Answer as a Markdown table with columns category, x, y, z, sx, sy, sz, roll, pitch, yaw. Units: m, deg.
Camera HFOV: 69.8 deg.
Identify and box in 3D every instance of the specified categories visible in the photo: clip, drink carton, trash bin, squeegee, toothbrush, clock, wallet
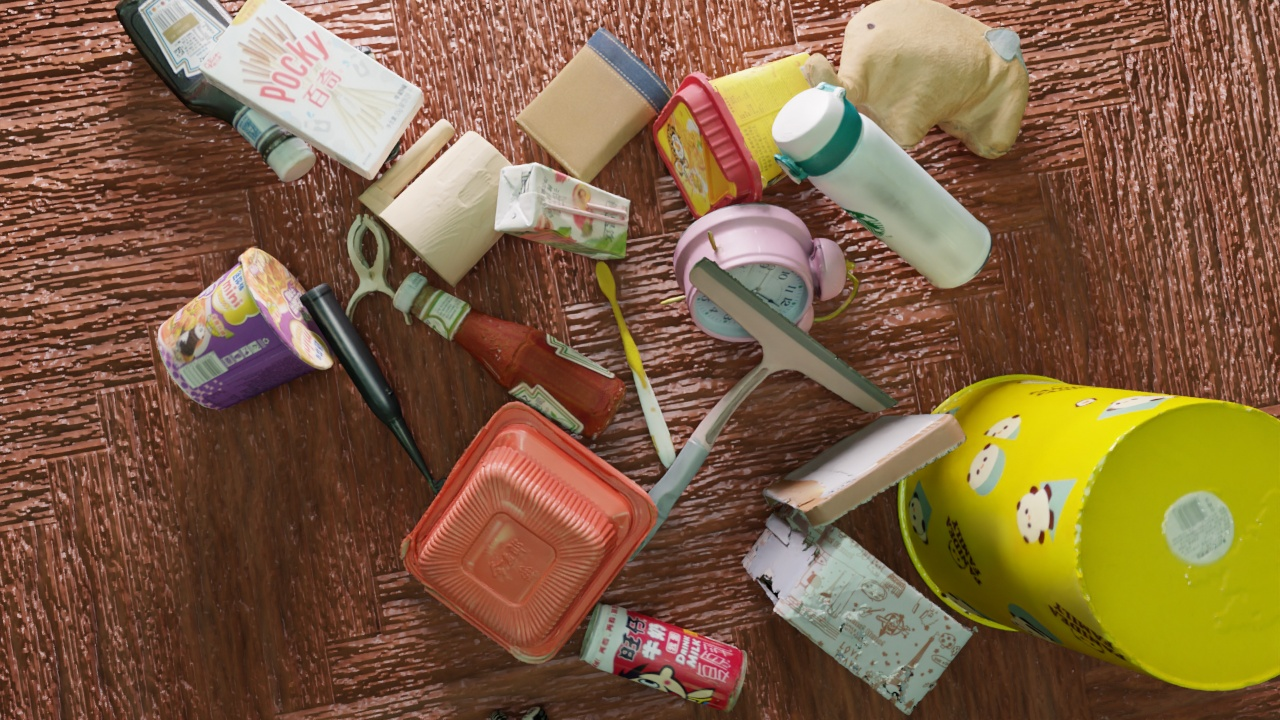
| category | x | y | z | sx | sy | sz | roll | pitch | yaw |
| --- | --- | --- | --- | --- | --- | --- | --- | --- | --- |
| clip | -0.226 | -0.076 | 0.783 | 0.061 | 0.034 | 0.097 | -6 | 93 | -5 |
| drink carton | -0.059 | -0.120 | 0.752 | 0.046 | 0.122 | 0.053 | 2 | 85 | 38 |
| trash bin | 0.350 | 0.122 | 0.699 | 0.229 | 0.255 | 0.229 | 0 | 88 | -3 |
| squeegee | 0.058 | 0.069 | 0.781 | 0.247 | 0.040 | 0.250 | 33 | 99 | -31 |
| toothbrush | -0.217 | 0.032 | 0.772 | 0.027 | 0.026 | 0.212 | -30 | 98 | 3 |
| clock | 0.105 | -0.064 | 0.760 | 0.158 | 0.117 | 0.059 | 9 | 50 | -20 |
| wallet | -0.040 | -0.220 | 0.801 | 0.090 | 0.033 | 0.115 | 43 | 87 | 2 |
| toothbrush | -0.005 | 0.005 | 0.803 | 0.016 | 0.018 | 0.191 | -20 | 91 | -7 |

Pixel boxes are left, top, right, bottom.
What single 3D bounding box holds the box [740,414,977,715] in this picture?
| category | x | y | z | sx | sy | sz | roll | pitch | yaw |
| --- | --- | --- | --- | --- | --- | --- | --- | --- | --- |
| box | 0.187 | 0.131 | 0.728 | 0.156 | 0.183 | 0.192 | 39 | 89 | -2 |

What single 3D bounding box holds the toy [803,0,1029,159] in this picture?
| category | x | y | z | sx | sy | sz | roll | pitch | yaw |
| --- | --- | --- | --- | --- | --- | --- | --- | --- | --- |
| toy | 0.225 | -0.244 | 0.774 | 0.225 | 0.083 | 0.143 | 1 | 65 | -20 |

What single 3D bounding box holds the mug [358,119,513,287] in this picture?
| category | x | y | z | sx | sy | sz | roll | pitch | yaw |
| --- | --- | --- | --- | --- | --- | --- | --- | --- | --- |
| mug | -0.164 | -0.138 | 0.773 | 0.103 | 0.084 | 0.124 | -46 | 64 | -6 |

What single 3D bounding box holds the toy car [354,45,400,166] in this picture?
| category | x | y | z | sx | sy | sz | roll | pitch | yaw |
| --- | --- | --- | --- | --- | --- | --- | --- | --- | --- |
| toy car | -0.239 | -0.215 | 0.787 | 0.049 | 0.031 | 0.106 | -18 | 86 | -9 |

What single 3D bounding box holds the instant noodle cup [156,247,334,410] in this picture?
| category | x | y | z | sx | sy | sz | roll | pitch | yaw |
| --- | --- | --- | --- | --- | --- | --- | --- | --- | --- |
| instant noodle cup | -0.321 | -0.018 | 0.742 | 0.099 | 0.111 | 0.111 | -30 | 90 | 5 |

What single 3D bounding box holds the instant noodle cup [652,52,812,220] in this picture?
| category | x | y | z | sx | sy | sz | roll | pitch | yaw |
| --- | --- | --- | --- | --- | --- | --- | --- | --- | --- |
| instant noodle cup | 0.093 | -0.191 | 0.774 | 0.123 | 0.116 | 0.116 | -28 | 90 | -16 |

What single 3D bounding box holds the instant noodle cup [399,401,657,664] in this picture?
| category | x | y | z | sx | sy | sz | roll | pitch | yaw |
| --- | --- | --- | --- | --- | --- | --- | --- | --- | --- |
| instant noodle cup | -0.099 | 0.150 | 0.745 | 0.164 | 0.079 | 0.189 | 35 | 101 | 1 |

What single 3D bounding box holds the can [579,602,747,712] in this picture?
| category | x | y | z | sx | sy | sz | roll | pitch | yaw |
| --- | --- | --- | --- | --- | --- | --- | --- | --- | --- |
| can | 0.019 | 0.249 | 0.773 | 0.133 | 0.053 | 0.053 | 20 | 86 | -3 |

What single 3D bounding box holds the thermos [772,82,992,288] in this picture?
| category | x | y | z | sx | sy | sz | roll | pitch | yaw |
| --- | --- | --- | --- | --- | --- | --- | --- | --- | --- |
| thermos | 0.195 | -0.136 | 0.741 | 0.224 | 0.073 | 0.073 | 29 | 85 | -33 |

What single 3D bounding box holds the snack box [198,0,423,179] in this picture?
| category | x | y | z | sx | sy | sz | roll | pitch | yaw |
| --- | --- | --- | --- | --- | --- | --- | --- | --- | --- |
| snack box | -0.267 | -0.226 | 0.754 | 0.157 | 0.027 | 0.084 | 31 | 81 | -6 |

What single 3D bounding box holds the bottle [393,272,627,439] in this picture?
| category | x | y | z | sx | sy | sz | roll | pitch | yaw |
| --- | --- | --- | --- | --- | --- | --- | --- | --- | --- |
| bottle | -0.110 | -0.007 | 0.769 | 0.206 | 0.060 | 0.059 | 31 | 86 | -5 |

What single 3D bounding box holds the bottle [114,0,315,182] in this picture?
| category | x | y | z | sx | sy | sz | roll | pitch | yaw |
| --- | --- | --- | --- | --- | --- | --- | --- | --- | --- |
| bottle | -0.351 | -0.237 | 0.776 | 0.080 | 0.044 | 0.195 | -40 | 91 | -4 |

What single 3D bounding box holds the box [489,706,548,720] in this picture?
| category | x | y | z | sx | sy | sz | roll | pitch | yaw |
| --- | --- | --- | --- | --- | --- | --- | --- | --- | --- |
| box | -0.108 | 0.372 | 0.755 | 0.081 | 0.075 | 0.163 | -3 | 90 | 6 |
